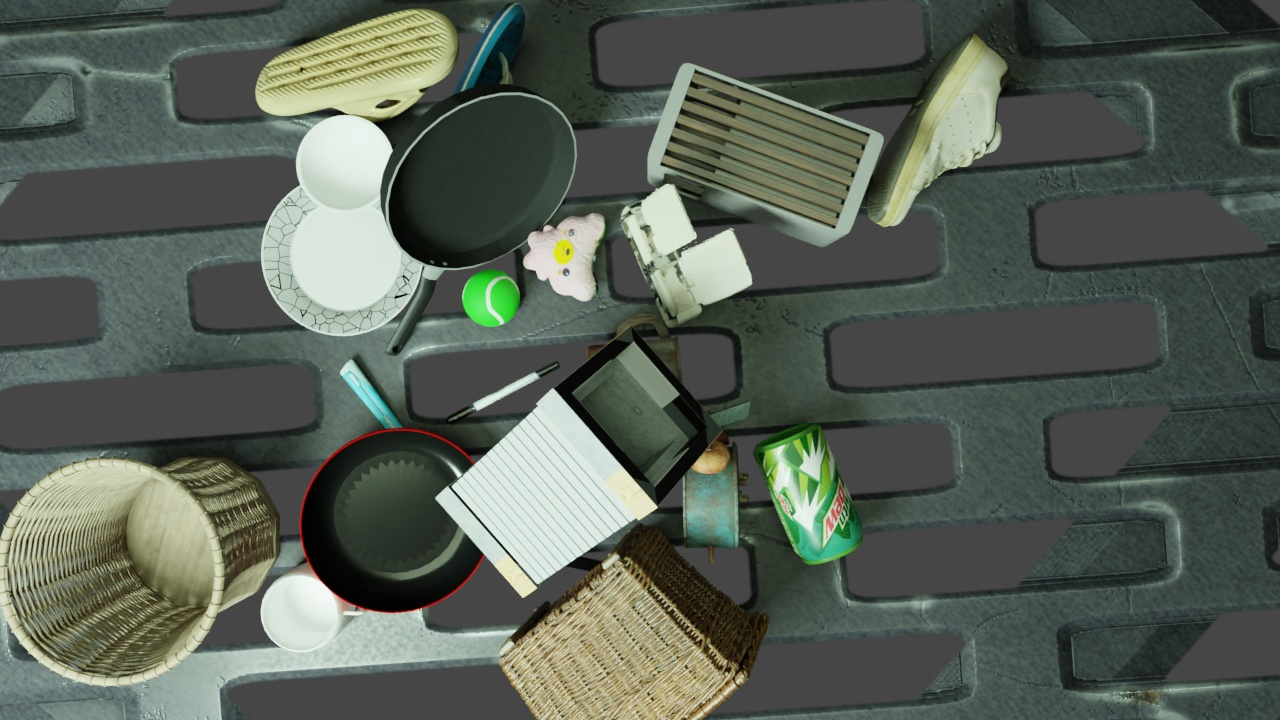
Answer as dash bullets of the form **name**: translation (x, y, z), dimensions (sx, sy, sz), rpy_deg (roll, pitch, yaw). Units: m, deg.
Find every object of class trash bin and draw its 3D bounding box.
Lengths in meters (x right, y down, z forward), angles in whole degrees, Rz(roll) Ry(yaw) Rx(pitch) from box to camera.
- **trash bin**: translation (0.132, -0.224, 1.024), dimensions (0.229, 0.114, 0.114), rpy_deg (20, 91, 0)
- **trash bin**: translation (-0.068, 0.109, 0.956), dimensions (0.142, 0.142, 0.248), rpy_deg (49, 131, 0)

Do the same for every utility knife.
- **utility knife**: translation (0.039, 0.088, 1.081), dimensions (0.196, 0.015, 0.031), rpy_deg (-21, 95, 0)
- **utility knife**: translation (-0.311, 0.050, 1.084), dimensions (0.022, 0.015, 0.117), rpy_deg (-39, 93, 0)

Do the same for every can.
- **can**: translation (0.192, 0.151, 1.045), dimensions (0.083, 0.083, 0.144), rpy_deg (-23, 91, 1)

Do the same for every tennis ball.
- **tennis ball**: translation (-0.171, -0.072, 1.055), dimensions (0.065, 0.065, 0.065), rpy_deg (0, 91, 0)

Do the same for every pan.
- **pan**: translation (-0.206, 0.198, 1.059), dimensions (0.356, 0.067, 0.209), rpy_deg (16, 90, -16)
- **pan**: translation (-0.207, -0.145, 1.013), dimensions (0.034, 0.224, 0.357), rpy_deg (51, 119, 29)

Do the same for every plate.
- **plate**: translation (-0.349, -0.124, 1.080), dimensions (0.188, 0.016, 0.188), rpy_deg (0, 91, 1)

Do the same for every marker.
- **marker**: translation (-0.163, 0.039, 1.084), dimensions (0.152, 0.011, 0.011), rpy_deg (-27, 90, 1)

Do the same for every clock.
- **clock**: translation (0.085, 0.134, 1.025), dimensions (0.073, 0.121, 0.158), rpy_deg (-1, 100, 5)

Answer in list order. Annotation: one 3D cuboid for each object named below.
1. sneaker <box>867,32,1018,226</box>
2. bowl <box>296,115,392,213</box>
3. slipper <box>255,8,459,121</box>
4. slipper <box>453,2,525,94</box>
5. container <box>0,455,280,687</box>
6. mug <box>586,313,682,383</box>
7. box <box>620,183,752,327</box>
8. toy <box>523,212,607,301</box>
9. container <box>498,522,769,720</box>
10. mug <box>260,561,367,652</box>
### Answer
- **sneaker**: translation (0.348, -0.245, 1.043), dimensions (0.102, 0.089, 0.241), rpy_deg (30, 87, -8)
- **bowl**: translation (-0.331, -0.220, 1.048), dimensions (0.110, 0.040, 0.110), rpy_deg (0, 90, 0)
- **slipper**: translation (-0.314, -0.325, 1.050), dimensions (0.262, 0.079, 0.111), rpy_deg (-7, 67, 16)
- **slipper**: translation (-0.188, -0.253, 1.028), dimensions (0.060, 0.118, 0.295), rpy_deg (28, 92, -4)
- **container**: translation (-0.523, 0.208, 0.997), dimensions (0.227, 0.196, 0.227), rpy_deg (0, 91, 0)
- **mug**: translation (-0.006, 0.006, 1.047), dimensions (0.110, 0.096, 0.122), rpy_deg (-4, 71, -3)
- **box**: translation (0.039, -0.114, 1.001), dimensions (0.065, 0.186, 0.145), rpy_deg (-25, 94, -26)
- **toy**: translation (-0.087, -0.124, 1.061), dimensions (0.093, 0.050, 0.102), rpy_deg (11, 88, 4)
- **container**: translation (-0.019, 0.313, 0.995), dimensions (0.250, 0.162, 0.183), rpy_deg (-43, 85, 15)
- **mug**: translation (-0.371, 0.283, 1.060), dimensions (0.115, 0.068, 0.094), rpy_deg (3, 91, 1)
